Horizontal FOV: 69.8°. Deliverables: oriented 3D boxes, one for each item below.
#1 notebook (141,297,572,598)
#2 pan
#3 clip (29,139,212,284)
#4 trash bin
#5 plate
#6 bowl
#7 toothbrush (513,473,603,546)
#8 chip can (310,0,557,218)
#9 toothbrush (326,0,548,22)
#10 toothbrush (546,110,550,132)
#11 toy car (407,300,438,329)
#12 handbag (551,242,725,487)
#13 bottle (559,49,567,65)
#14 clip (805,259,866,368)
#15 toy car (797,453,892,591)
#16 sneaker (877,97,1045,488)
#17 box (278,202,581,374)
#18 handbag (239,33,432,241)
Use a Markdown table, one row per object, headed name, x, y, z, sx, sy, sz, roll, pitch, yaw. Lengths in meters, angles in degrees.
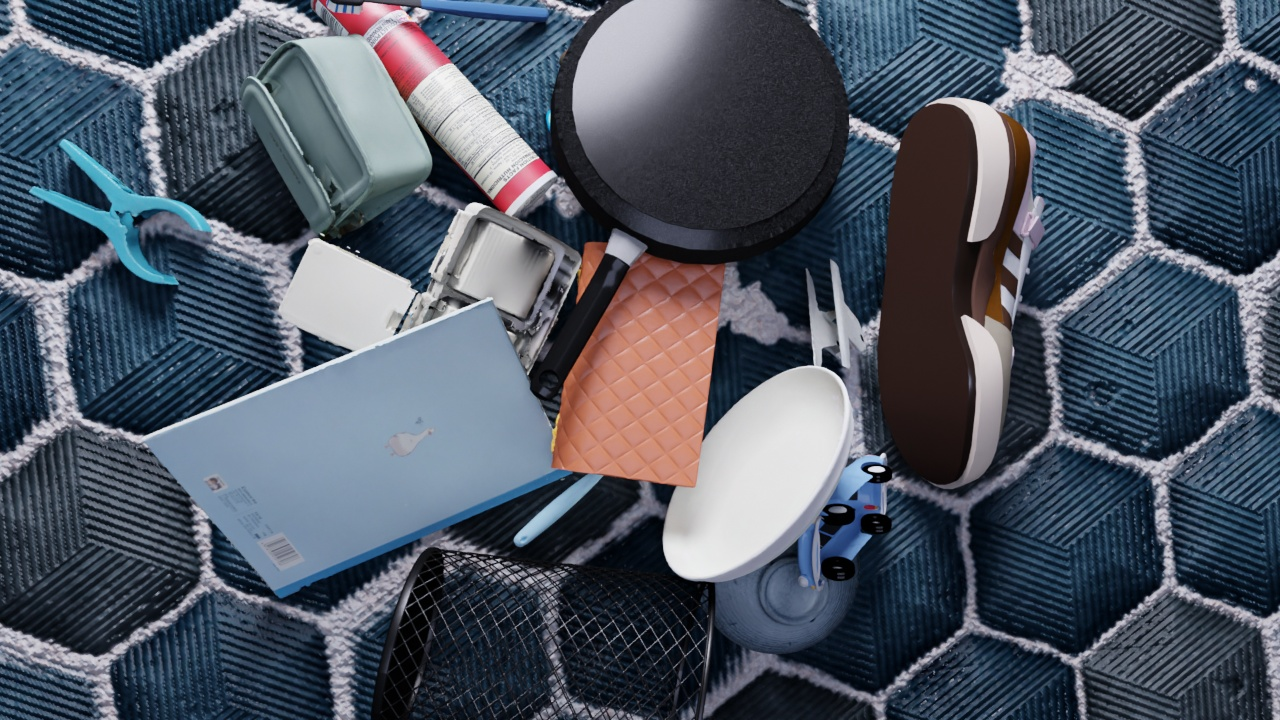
| name | x | y | z | sx | sy | sz | roll | pitch | yaw |
| --- | --- | --- | --- | --- | --- | --- | --- | --- | --- |
| notebook | -0.194 | 0.072 | 0.676 | 0.253 | 0.009 | 0.181 | -22 | 127 | -4 |
| pan | 0.015 | -0.127 | 0.669 | 0.225 | 0.034 | 0.355 | 29 | 77 | 1 |
| clip | -0.399 | -0.094 | 0.694 | 0.130 | 0.030 | 0.120 | 17 | 96 | -5 |
| trash bin | -0.068 | 0.226 | 0.662 | 0.210 | 0.184 | 0.184 | 11 | 91 | 1 |
| plate | 0.089 | 0.086 | 0.664 | 0.034 | 0.182 | 0.182 | 39 | 89 | -18 |
| bowl | 0.116 | 0.175 | 0.728 | 0.137 | 0.057 | 0.137 | 0 | 93 | -4 |
| toothbrush | -0.040 | 0.097 | 0.733 | 0.155 | 0.016 | 0.022 | -41 | 104 | -2 |
| chip can | -0.155 | -0.202 | 0.694 | 0.052 | 0.052 | 0.214 | -43 | 94 | -2 |
| toothbrush | -0.145 | -0.261 | 0.679 | 0.167 | 0.014 | 0.014 | -7 | 59 | -29 |
| toothbrush | -0.034 | -0.140 | 0.722 | 0.022 | 0.017 | 0.135 | -33 | 95 | 1 |
| toy car | -0.164 | -0.014 | 0.707 | 0.048 | 0.032 | 0.105 | 38 | 80 | -31 |
| handbag | -0.004 | 0.004 | 0.703 | 0.109 | 0.060 | 0.171 | 9 | 83 | -4 |
| bottle | -0.025 | -0.197 | 0.717 | 0.025 | 0.025 | 0.106 | -35 | 94 | -2 |
| clip | 0.162 | -0.028 | 0.719 | 0.059 | 0.052 | 0.101 | 23 | 52 | -29 |
| toy car | 0.150 | 0.117 | 0.694 | 0.055 | 0.153 | 0.056 | 6 | 107 | 32 |
| sneaker | 0.264 | -0.049 | 0.718 | 0.116 | 0.112 | 0.294 | -2 | 92 | -25 |
| box | -0.149 | -0.053 | 0.666 | 0.184 | 0.044 | 0.143 | 26 | 92 | -34 |
| handbag | -0.226 | -0.162 | 0.669 | 0.106 | 0.067 | 0.122 | -24 | 97 | 37 |
